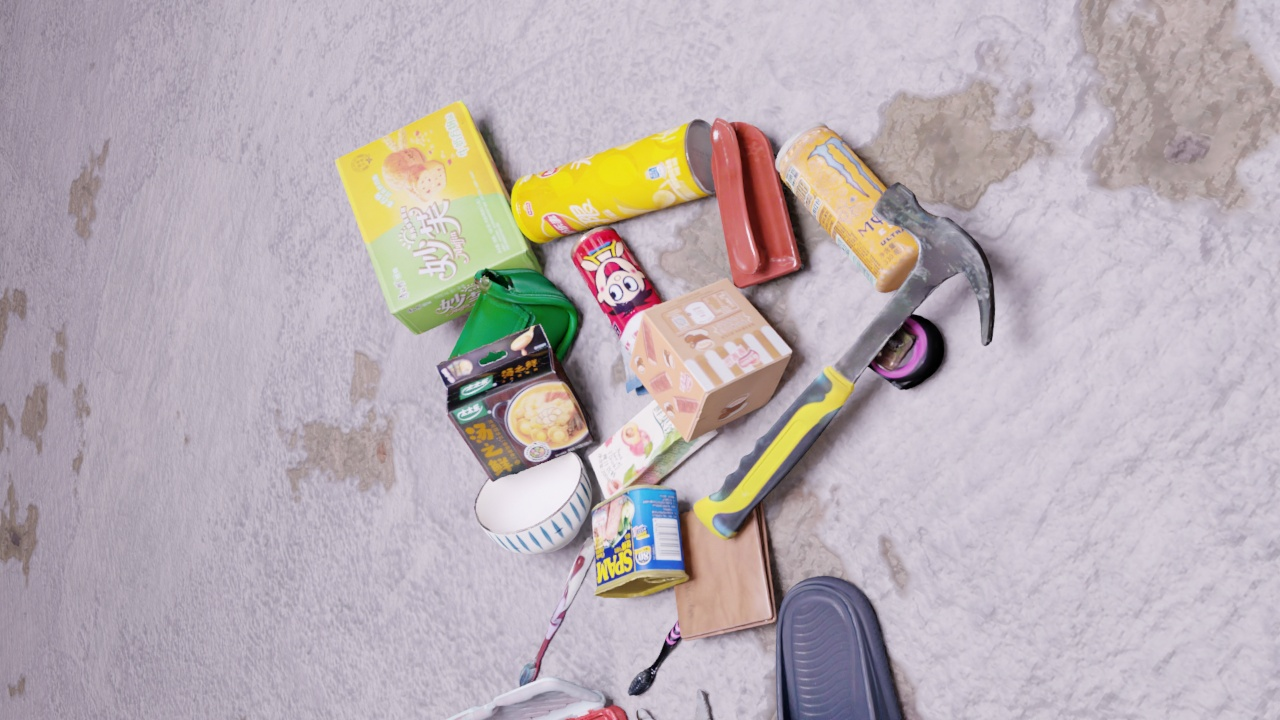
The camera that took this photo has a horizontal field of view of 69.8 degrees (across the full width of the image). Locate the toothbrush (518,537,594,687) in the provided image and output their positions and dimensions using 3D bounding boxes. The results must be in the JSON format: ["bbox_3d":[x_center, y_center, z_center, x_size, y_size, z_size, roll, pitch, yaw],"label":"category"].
[{"bbox_3d":[-0.087,0.260,0.942,0.016,0.017,0.188,34,108,32],"label":"toothbrush"}]

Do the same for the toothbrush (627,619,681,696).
[{"bbox_3d":[0.039,0.244,0.851,0.014,0.017,0.189,43,111,32],"label":"toothbrush"}]

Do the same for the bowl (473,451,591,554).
[{"bbox_3d":[-0.099,0.148,0.913,0.117,0.116,0.066,3,133,37],"label":"bowl"}]

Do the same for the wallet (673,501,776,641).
[{"bbox_3d":[0.070,0.183,0.814,0.101,0.020,0.115,-26,58,34],"label":"wallet"}]

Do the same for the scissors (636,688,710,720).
[{"bbox_3d":[0.061,0.413,0.826,0.189,0.015,0.225,12,95,36],"label":"scissors"}]

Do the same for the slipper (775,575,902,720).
[{"bbox_3d":[0.150,0.310,0.726,0.111,0.083,0.268,-17,77,37],"label":"slipper"}]

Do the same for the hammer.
[{"bbox_3d":[0.148,0.028,0.721,0.126,0.031,0.324,42,118,14],"label":"hammer"}]

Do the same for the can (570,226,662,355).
[{"bbox_3d":[-0.015,-0.063,0.882,0.053,0.053,0.132,-44,64,27],"label":"can"}]

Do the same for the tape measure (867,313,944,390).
[{"bbox_3d":[0.207,-0.009,0.723,0.057,0.039,0.058,43,112,30],"label":"tape measure"}]

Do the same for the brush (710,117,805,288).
[{"bbox_3d":[0.094,-0.140,0.795,0.063,0.069,0.145,-17,77,34],"label":"brush"}]

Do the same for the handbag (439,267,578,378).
[{"bbox_3d":[-0.135,-0.025,0.930,0.068,0.120,0.131,42,113,37],"label":"handbag"}]

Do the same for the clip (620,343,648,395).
[{"bbox_3d":[-0.005,0.004,0.893,0.027,0.043,0.058,-26,65,36],"label":"clip"}]

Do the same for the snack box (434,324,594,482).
[{"bbox_3d":[-0.121,0.044,0.892,0.113,0.126,0.053,-22,38,5],"label":"snack box"}]

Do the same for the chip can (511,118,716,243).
[{"bbox_3d":[-0.024,-0.169,0.885,0.214,0.072,0.072,-9,82,35],"label":"chip can"}]

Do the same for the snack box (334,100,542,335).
[{"bbox_3d":[-0.217,-0.155,0.986,0.157,0.070,0.210,-25,69,1],"label":"snack box"}]

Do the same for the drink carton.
[{"bbox_3d":[0.012,0.079,0.860,0.123,0.045,0.053,-42,54,26],"label":"drink carton"}]

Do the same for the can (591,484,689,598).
[{"bbox_3d":[-0.004,0.167,0.840,0.102,0.057,0.083,-38,51,52],"label":"can"}]

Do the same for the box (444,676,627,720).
[{"bbox_3d":[-0.105,0.382,0.918,0.202,0.073,0.154,-33,98,31],"label":"box"}]

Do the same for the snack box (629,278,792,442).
[{"bbox_3d":[0.057,-0.001,0.786,0.094,0.092,0.077,52,150,26],"label":"snack box"}]

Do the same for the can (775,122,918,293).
[{"bbox_3d":[0.173,-0.124,0.743,0.058,0.058,0.146,-46,63,25],"label":"can"}]
